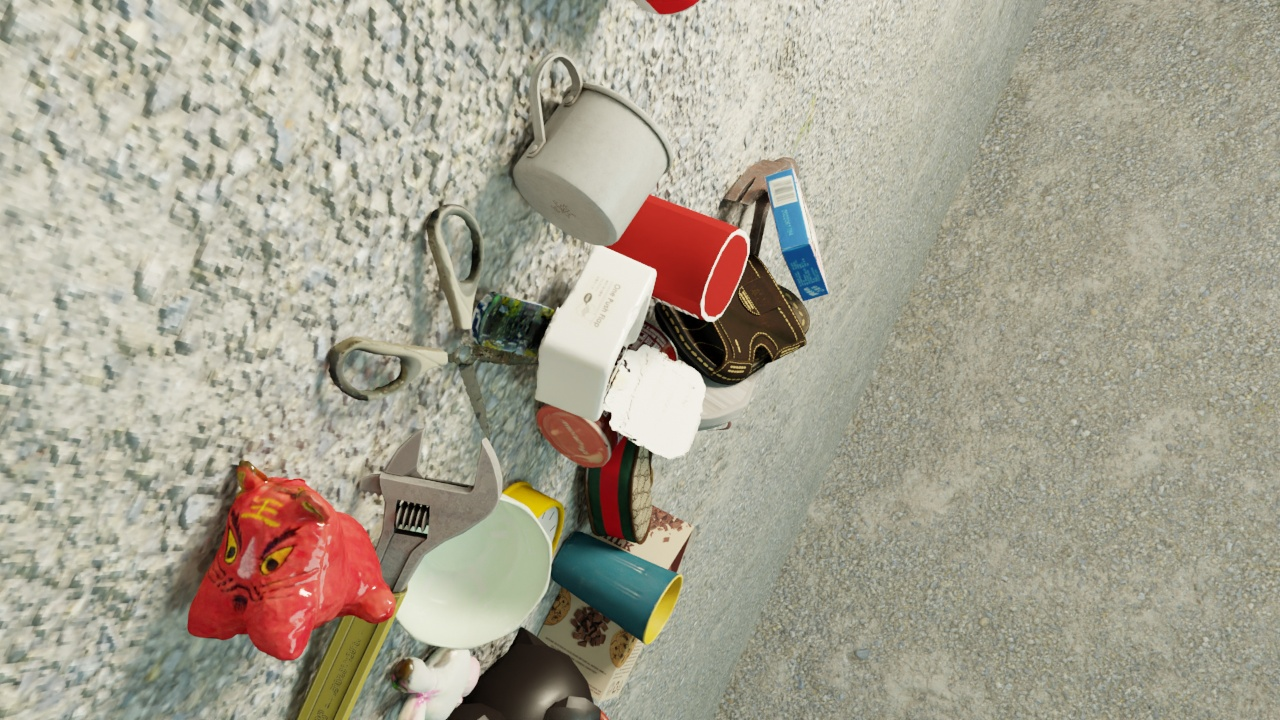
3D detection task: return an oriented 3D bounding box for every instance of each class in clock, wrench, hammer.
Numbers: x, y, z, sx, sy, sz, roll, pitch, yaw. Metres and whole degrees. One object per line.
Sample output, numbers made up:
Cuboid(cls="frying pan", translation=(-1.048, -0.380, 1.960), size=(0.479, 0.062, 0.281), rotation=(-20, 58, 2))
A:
Cuboid(cls="clock", translation=(-0.112, 0.162, 0.765), size=(0.113, 0.052, 0.151), rotation=(-68, 164, 8))
Cuboid(cls="wrench", translation=(-0.171, 0.162, 0.597), size=(0.018, 0.083, 0.274), rotation=(-84, -160, -76))
Cuboid(cls="hammer", translation=(0.112, -0.069, 1.048), size=(0.137, 0.035, 0.315), rotation=(-31, 137, -56))

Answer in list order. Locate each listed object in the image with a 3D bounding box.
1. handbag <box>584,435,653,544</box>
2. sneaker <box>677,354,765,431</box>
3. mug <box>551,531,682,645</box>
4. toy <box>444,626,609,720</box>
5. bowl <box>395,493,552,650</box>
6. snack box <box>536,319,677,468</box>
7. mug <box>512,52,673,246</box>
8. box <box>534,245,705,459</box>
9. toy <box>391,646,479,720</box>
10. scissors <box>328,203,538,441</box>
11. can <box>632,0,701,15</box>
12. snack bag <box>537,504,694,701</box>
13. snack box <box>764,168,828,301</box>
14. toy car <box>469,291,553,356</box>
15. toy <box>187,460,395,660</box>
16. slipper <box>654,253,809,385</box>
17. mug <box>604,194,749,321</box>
Cuboid(cls="handbag", translation=(-0.008, 0.113, 0.963), size=(0.167, 0.063, 0.138), rotation=(84, 24, -43))
Cuboid(cls="sneaker", translation=(0.057, 0.038, 0.940), size=(0.090, 0.099, 0.235), rotation=(-59, 169, 25))
Cuboid(cls="mug", translation=(-0.027, 0.230, 0.950), size=(0.078, 0.121, 0.078), rotation=(-51, 155, -35))
Cuboid(cls="toy", translation=(-0.137, 0.338, 0.833), size=(0.159, 0.140, 0.183), rotation=(-29, 171, 35))
Cuboid(cls="bowl", translation=(-0.127, 0.138, 0.653), size=(0.117, 0.061, 0.117), rotation=(-7, 109, -22))
Cuboid(cls="snack box", translation=(-0.027, 0.025, 0.790), size=(0.121, 0.072, 0.072), rotation=(-52, 156, -35))
Cuboid(cls="mug", translation=(-0.039, -0.132, 0.580), size=(0.113, 0.084, 0.070), rotation=(45, 71, -38))
Cuboid(cls="box", translation=(-0.004, 0.010, 0.717), size=(0.152, 0.132, 0.107), rotation=(104, 12, -60))
Cuboid(cls="toy", translation=(-0.171, 0.273, 0.766), size=(0.122, 0.038, 0.079), rotation=(16, 86, -70))
Cuboid(cls="scissors", translation=(-0.117, -0.017, 0.560), size=(0.170, 0.013, 0.158), rotation=(-11, 115, -52))
Cuboid(cls="can", translation=(-0.001, -0.255, 0.529), size=(0.132, 0.070, 0.070), rotation=(0, 113, -68))
Cuboid(cls="snack bag", translation=(-0.027, 0.257, 1.020), size=(0.206, 0.094, 0.070), rotation=(-63, 160, -6))
Cuboid(cls="snack box", translation=(0.168, -0.130, 0.979), size=(0.154, 0.033, 0.088), rotation=(40, 39, -66))
Cuboid(cls="toy car", translation=(-0.091, -0.026, 0.632), size=(0.039, 0.027, 0.089), rotation=(-66, 158, 5))
Cuboid(cls="toy", translation=(-0.176, 0.099, 0.507), size=(0.133, 0.088, 0.094), rotation=(-9, 105, -81))
Cuboid(cls="slipper", translation=(0.110, -0.047, 0.923), size=(0.076, 0.113, 0.267), rotation=(-40, 164, 33))
Cuboid(cls="mug", translation=(0.034, -0.085, 0.776), size=(0.080, 0.096, 0.116), rotation=(-66, 160, 2))
